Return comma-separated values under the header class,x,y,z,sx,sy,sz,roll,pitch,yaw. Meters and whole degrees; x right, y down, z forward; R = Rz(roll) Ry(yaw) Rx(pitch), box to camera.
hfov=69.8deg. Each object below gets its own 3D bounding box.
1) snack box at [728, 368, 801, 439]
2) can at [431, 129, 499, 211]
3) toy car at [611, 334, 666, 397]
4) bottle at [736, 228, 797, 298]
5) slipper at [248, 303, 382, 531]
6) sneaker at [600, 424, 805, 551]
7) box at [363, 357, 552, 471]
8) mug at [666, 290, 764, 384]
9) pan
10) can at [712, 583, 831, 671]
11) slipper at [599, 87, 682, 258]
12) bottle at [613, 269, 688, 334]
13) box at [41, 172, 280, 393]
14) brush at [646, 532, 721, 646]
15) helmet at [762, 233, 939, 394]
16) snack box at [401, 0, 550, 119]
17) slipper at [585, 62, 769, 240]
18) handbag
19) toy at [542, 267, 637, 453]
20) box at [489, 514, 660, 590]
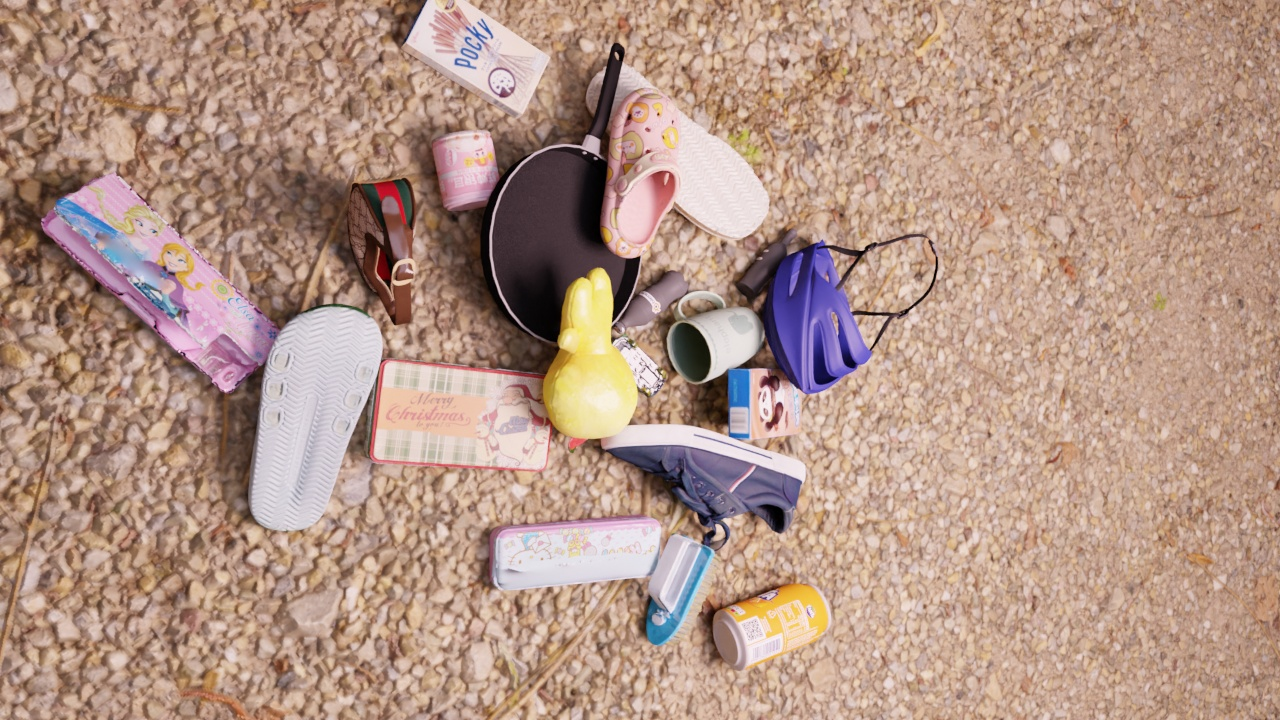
class,x,y,z,sx,sy,sz,roll,pitch,yaw
snack box,0.161,0.054,1.172,0.151,0.034,0.087,1,90,-56
can,-0.191,-0.209,1.013,0.067,0.067,0.076,-13,95,-26
toy car,-0.007,0.007,1.127,0.090,0.027,0.038,45,75,-21
bottle,0.172,-0.132,1.214,0.030,0.030,0.112,46,71,-19
slipper,-0.342,0.056,0.940,0.104,0.074,0.245,14,100,-25
sneaker,0.075,0.158,1.128,0.294,0.121,0.127,20,69,-28
box,-0.198,0.063,1.022,0.205,0.050,0.117,8,86,-25
mug,0.091,-0.038,1.153,0.103,0.084,0.111,-22,74,-34
pan,-0.072,-0.194,1.055,0.225,0.034,0.356,18,83,-45
can,0.169,0.342,1.187,0.142,0.079,0.079,-12,96,-26
slipper,0.014,-0.214,1.055,0.093,0.082,0.197,9,93,-43
bottle,0.011,-0.070,1.131,0.109,0.036,0.036,-39,106,-21
box,-0.451,-0.074,0.879,0.084,0.077,0.230,-48,109,-18
brush,0.041,0.285,1.127,0.075,0.055,0.135,30,82,-45
helmet,0.266,-0.070,1.153,0.148,0.228,0.240,52,31,-38
snack box,-0.185,-0.349,1.039,0.150,0.026,0.082,27,79,-25
slipper,0.044,-0.255,1.139,0.272,0.054,0.114,39,75,-12
handbag,-0.252,-0.107,0.927,0.063,0.167,0.138,-15,80,-25
toy,-0.055,0.004,1.021,0.133,0.092,0.208,-35,122,-57
box,-0.075,0.227,1.090,0.213,0.036,0.076,1,90,-27
